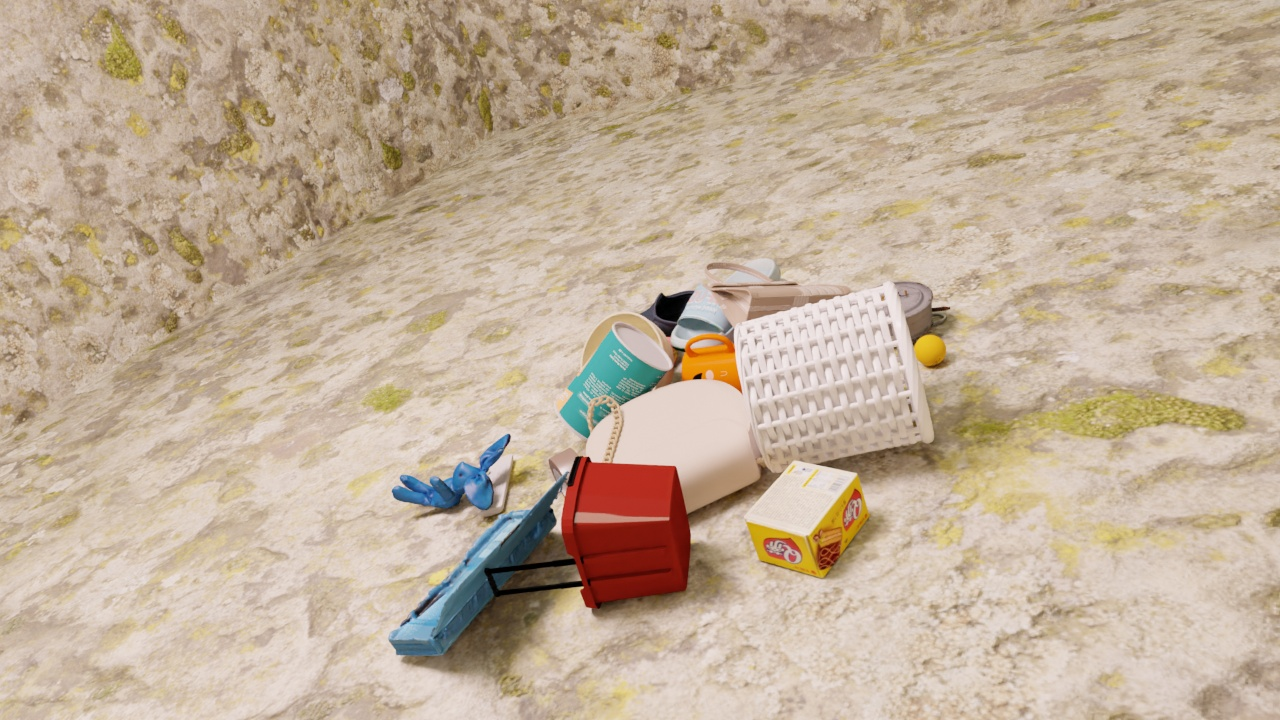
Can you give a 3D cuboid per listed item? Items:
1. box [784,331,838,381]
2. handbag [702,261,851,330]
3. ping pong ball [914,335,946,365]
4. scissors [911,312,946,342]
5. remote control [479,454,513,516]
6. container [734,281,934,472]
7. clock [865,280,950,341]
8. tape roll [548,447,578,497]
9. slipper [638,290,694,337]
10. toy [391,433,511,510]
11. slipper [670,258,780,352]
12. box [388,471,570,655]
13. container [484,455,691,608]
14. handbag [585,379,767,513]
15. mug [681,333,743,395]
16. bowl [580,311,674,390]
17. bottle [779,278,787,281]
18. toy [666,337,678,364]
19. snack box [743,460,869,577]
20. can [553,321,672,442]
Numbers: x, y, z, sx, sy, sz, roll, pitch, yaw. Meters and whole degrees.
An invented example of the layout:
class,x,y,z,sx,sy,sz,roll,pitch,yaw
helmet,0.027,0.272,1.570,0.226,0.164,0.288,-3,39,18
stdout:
class,x,y,z,sx,sy,sz,roll,pitch,yaw
box,0.239,-0.024,1.280,0.101,0.111,0.201,-41,20,18
handbag,0.166,-0.105,1.309,0.175,0.062,0.198,-4,27,-31
ping pong ball,0.378,-0.013,1.197,0.040,0.040,0.040,-16,26,8
scissors,0.366,-0.056,1.321,0.153,0.014,0.130,7,37,40
remote control,-0.200,0.174,1.285,0.033,0.012,0.130,-19,25,9
container,0.224,0.022,1.069,0.187,0.189,0.189,-14,26,15
clock,0.345,-0.063,1.275,0.147,0.056,0.104,-31,31,-17
tape roll,-0.079,0.156,1.137,0.030,0.094,0.094,-28,27,-15
slipper,0.045,-0.078,1.521,0.266,0.083,0.108,-11,29,22
toy,-0.255,0.171,1.261,0.177,0.071,0.112,-19,29,17
slipper,0.127,-0.094,1.406,0.104,0.074,0.244,6,41,45
box,-0.171,0.237,1.050,0.176,0.060,0.231,-39,5,45
container,-0.054,0.189,0.994,0.201,0.148,0.126,-5,36,11
handbag,0.039,0.104,1.145,0.210,0.103,0.208,-24,28,-7
mug,0.110,0.004,1.275,0.096,0.113,0.077,-7,41,26
bowl,-0.008,0.008,1.356,0.151,0.150,0.075,0,-7,35
bottle,0.197,-0.085,1.467,0.044,0.044,0.135,2,33,38
toy,0.025,-0.012,1.451,0.103,0.046,0.084,-16,32,18
snack box,0.176,0.166,0.969,0.084,0.061,0.105,7,37,43
can,-0.038,0.033,1.265,0.144,0.099,0.099,-52,19,18
